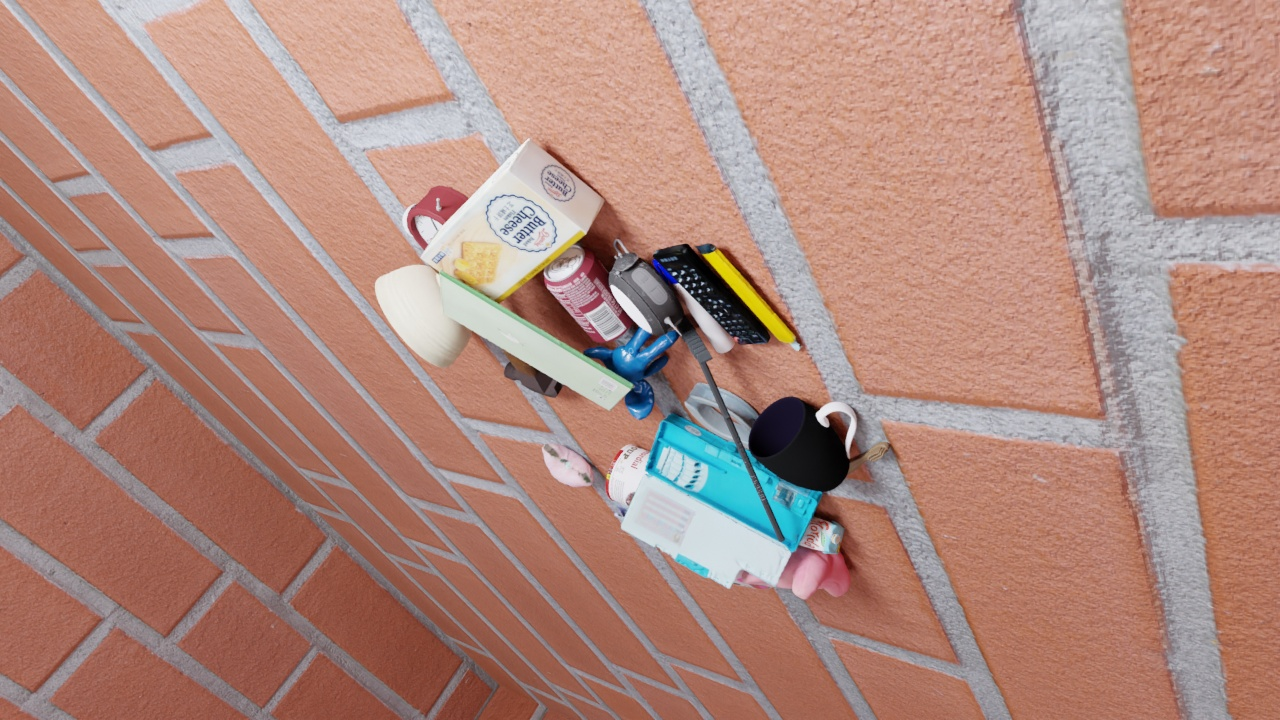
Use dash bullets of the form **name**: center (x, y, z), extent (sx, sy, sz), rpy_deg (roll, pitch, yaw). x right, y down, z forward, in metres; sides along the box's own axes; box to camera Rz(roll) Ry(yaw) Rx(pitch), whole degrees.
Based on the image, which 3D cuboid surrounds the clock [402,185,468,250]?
- **clock**: center (-0.241, -0.160, 1.129), extent (0.096, 0.048, 0.138), rpy_deg (46, 148, -18)

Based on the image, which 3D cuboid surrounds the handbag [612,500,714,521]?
- **handbag**: center (0.040, 0.239, 1.406), extent (0.159, 0.069, 0.126), rpy_deg (15, 147, 28)

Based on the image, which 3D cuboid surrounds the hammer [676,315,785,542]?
- **hammer**: center (0.116, 0.098, 1.071), extent (0.325, 0.015, 0.095), rpy_deg (64, 179, -29)

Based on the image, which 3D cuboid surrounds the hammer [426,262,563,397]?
- **hammer**: center (-0.192, -0.042, 1.216), extent (0.115, 0.033, 0.323), rpy_deg (17, 157, 31)

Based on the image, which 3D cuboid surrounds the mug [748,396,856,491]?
- **mug**: center (0.197, 0.093, 1.027), extent (0.100, 0.084, 0.119), rpy_deg (38, 123, -26)

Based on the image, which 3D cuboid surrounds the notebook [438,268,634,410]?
- **notebook**: center (-0.130, -0.017, 1.106), extent (0.252, 0.010, 0.182), rpy_deg (31, 165, -3)

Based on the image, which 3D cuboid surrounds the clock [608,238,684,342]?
- **clock**: center (0.000, -0.071, 0.985), extent (0.123, 0.043, 0.091), rpy_deg (49, 173, 0)

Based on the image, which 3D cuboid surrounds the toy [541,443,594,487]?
- **toy**: center (-0.118, 0.175, 1.494), extent (0.099, 0.052, 0.096), rpy_deg (36, 164, 5)

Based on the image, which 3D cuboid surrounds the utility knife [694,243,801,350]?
- **utility knife**: center (0.113, -0.062, 0.936), extent (0.163, 0.017, 0.030), rpy_deg (48, 166, -21)

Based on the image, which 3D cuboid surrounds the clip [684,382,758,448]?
- **clip**: center (0.133, 0.077, 1.109), extent (0.163, 0.027, 0.108), rpy_deg (34, 153, 1)

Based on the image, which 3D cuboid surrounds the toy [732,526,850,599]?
- **toy**: center (0.179, 0.281, 1.293), extent (0.214, 0.084, 0.141), rpy_deg (2, 172, 40)

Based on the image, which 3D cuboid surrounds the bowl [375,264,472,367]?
- **bowl**: center (-0.278, -0.073, 1.238), extent (0.151, 0.075, 0.150), rpy_deg (52, -170, -13)

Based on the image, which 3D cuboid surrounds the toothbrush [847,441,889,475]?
- **toothbrush**: center (0.244, 0.127, 1.080), extent (0.016, 0.016, 0.167), rpy_deg (37, 152, -1)

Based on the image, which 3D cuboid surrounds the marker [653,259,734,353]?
- **marker**: center (0.059, -0.061, 0.984), extent (0.027, 0.023, 0.133), rpy_deg (-30, 121, 11)

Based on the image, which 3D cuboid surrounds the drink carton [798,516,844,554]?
- **drink carton**: center (0.209, 0.224, 1.228), extent (0.129, 0.044, 0.038), rpy_deg (11, 171, 36)

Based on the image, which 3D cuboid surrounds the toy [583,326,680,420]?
- **toy**: center (-0.007, 0.007, 1.115), extent (0.113, 0.070, 0.177), rpy_deg (47, 151, 1)

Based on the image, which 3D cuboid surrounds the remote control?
- **remote control**: center (0.077, -0.069, 0.948), extent (0.150, 0.022, 0.047), rpy_deg (43, 154, -28)

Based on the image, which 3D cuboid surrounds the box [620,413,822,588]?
- **box**: center (0.103, 0.196, 1.213), extent (0.227, 0.056, 0.185), rpy_deg (27, 112, 17)

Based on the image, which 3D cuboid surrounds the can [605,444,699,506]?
- **can**: center (0.021, 0.179, 1.315), extent (0.116, 0.086, 0.087), rpy_deg (18, 147, 27)

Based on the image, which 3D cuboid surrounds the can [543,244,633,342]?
- **can**: center (-0.056, -0.074, 1.031), extent (0.063, 0.063, 0.114), rpy_deg (8, 151, 39)

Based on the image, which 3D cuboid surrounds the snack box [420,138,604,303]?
- **snack box**: center (-0.142, -0.141, 0.996), extent (0.104, 0.057, 0.208), rpy_deg (37, 142, -20)
